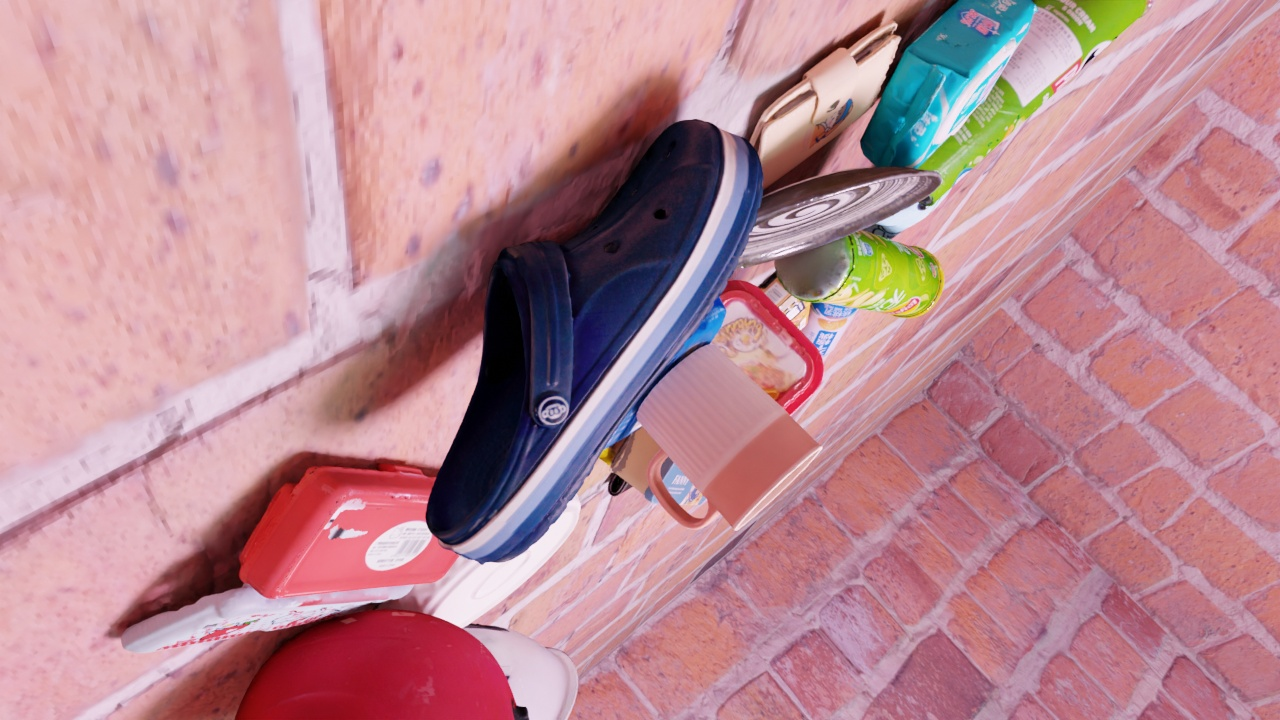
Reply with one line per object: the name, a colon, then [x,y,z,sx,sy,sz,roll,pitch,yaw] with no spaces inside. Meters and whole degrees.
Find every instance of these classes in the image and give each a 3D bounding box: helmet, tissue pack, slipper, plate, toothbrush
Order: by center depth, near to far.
slipper: [-0.041,-0.018,0.463,0.095,0.105,0.253,31,93,-30]
tissue pack: [0.210,-0.193,0.631,0.133,0.050,0.093,-44,165,-29]
plate: [0.114,-0.101,0.631,0.179,0.024,0.179,-18,175,-2]
tissue pack: [-0.004,0.004,0.659,0.094,0.052,0.158,-28,159,-45]
helmet: [-0.190,0.264,0.689,0.207,0.143,0.240,-16,157,8]
plate: [-0.132,0.171,0.798,0.204,0.045,0.205,-38,162,-15]
toothbrush: [-0.039,0.077,0.822,0.015,0.016,0.190,-41,163,-4]
helmet: [-0.198,0.349,0.874,0.259,0.146,0.229,-44,-160,6]

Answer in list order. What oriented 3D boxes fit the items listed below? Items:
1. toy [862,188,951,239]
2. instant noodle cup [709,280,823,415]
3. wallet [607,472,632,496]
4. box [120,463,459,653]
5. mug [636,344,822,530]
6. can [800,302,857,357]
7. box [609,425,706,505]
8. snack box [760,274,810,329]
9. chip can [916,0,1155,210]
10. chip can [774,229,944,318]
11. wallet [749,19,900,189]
toy: [0.249,-0.151,0.853,0.161,0.050,0.157,-26,164,-40]
instant noodle cup: [0.079,0.007,0.771,0.116,0.116,0.124,-44,175,3]
wallet: [0.022,0.097,1.006,0.122,0.020,0.097,-22,151,-53]
box: [-0.186,0.126,0.558,0.161,0.059,0.201,-40,163,5]
mug: [0.051,0.063,0.649,0.115,0.106,0.081,-50,164,23]
can: [0.198,-0.051,0.976,0.053,0.053,0.135,-37,163,-19]
box: [0.036,0.093,0.914,0.090,0.062,0.184,-59,159,5]
snack box: [0.131,-0.043,0.893,0.075,0.026,0.154,-41,163,-5]
chip can: [0.294,-0.225,0.734,0.236,0.072,0.072,-42,163,2]
chip can: [0.198,-0.079,0.816,0.220,0.072,0.073,2,134,-52]
wallet: [0.113,-0.157,0.574,0.115,0.024,0.087,-36,161,-16]
